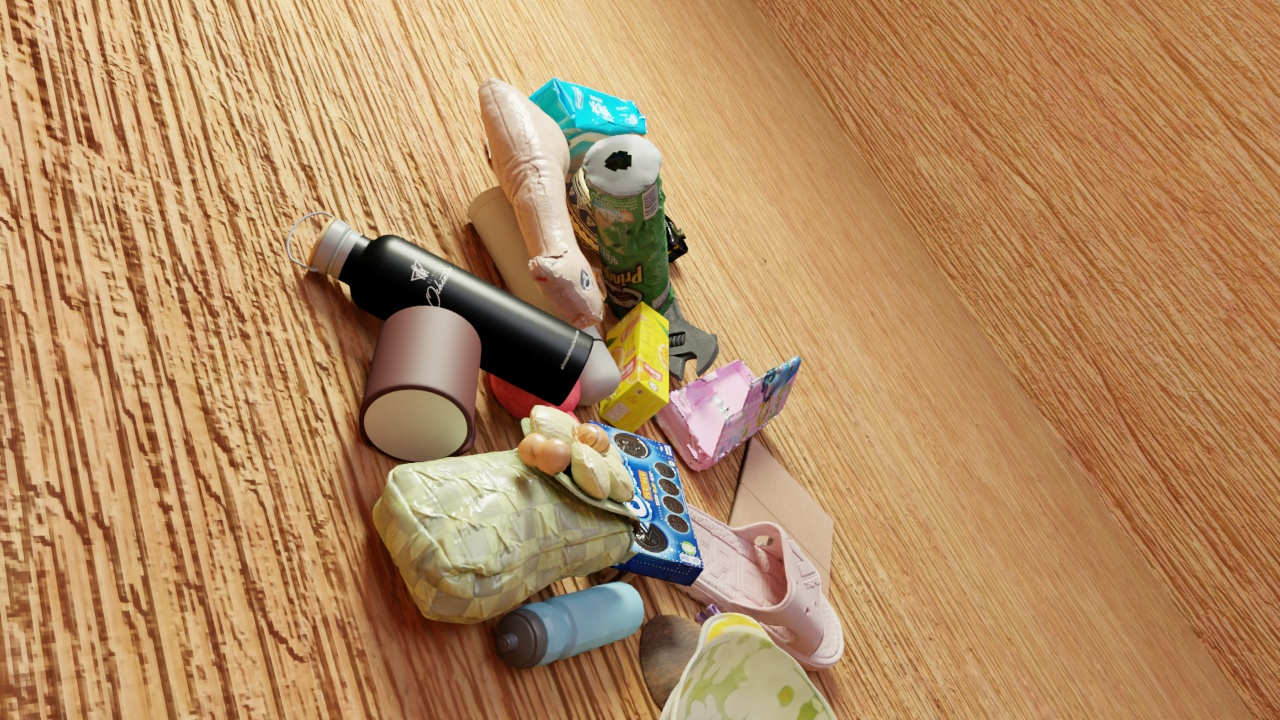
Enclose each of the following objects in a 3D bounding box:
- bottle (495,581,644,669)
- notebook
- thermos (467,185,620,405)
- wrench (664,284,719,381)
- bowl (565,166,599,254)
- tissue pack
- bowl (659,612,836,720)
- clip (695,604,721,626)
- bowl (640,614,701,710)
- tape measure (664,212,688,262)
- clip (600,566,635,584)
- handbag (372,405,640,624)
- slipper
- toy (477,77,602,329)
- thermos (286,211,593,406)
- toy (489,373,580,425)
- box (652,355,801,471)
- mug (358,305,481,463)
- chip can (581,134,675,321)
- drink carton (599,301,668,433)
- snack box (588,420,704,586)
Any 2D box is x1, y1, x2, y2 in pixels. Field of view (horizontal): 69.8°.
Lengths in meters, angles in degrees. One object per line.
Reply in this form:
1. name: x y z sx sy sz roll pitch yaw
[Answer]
1. bottle: -0.048 0.177 0.615 0.129 0.040 0.040 5 51 -56
2. notebook: 0.149 0.180 0.960 0.141 0.008 0.208 46 26 -9
3. thermos: -0.089 -0.060 0.846 0.052 0.052 0.224 0 56 -58
4. wrench: 0.030 -0.069 1.045 0.018 0.073 0.272 58 10 -40
5. bowl: -0.046 -0.158 1.031 0.112 0.061 0.112 37 29 -25
6. tissue pack: -0.077 -0.257 1.049 0.066 0.117 0.208 61 28 8
7. bowl: 0.069 0.286 0.617 0.188 0.060 0.219 13 53 -44
8. clip: 0.069 0.224 0.757 0.053 0.036 0.013 39 24 7
9. bowl: 0.049 0.240 0.703 0.114 0.026 0.101 42 27 -17
10. tape measure: 0.035 -0.158 1.174 0.067 0.038 0.062 61 13 23
11. clip: -0.018 0.151 0.716 0.043 0.025 0.060 51 29 2
12. handbag: -0.074 0.090 0.593 0.113 0.117 0.186 42 25 25
13. slipper: 0.107 0.189 0.808 0.239 0.065 0.094 35 38 -24
14. toy: -0.075 -0.140 0.842 0.196 0.065 0.264 18 44 -62
15. thermos: -0.150 -0.043 0.684 0.231 0.061 0.061 27 31 -11
16. toy: -0.084 0.021 0.757 0.091 0.045 0.135 8 51 -49
17. box: 0.109 0.037 0.982 0.085 0.097 0.229 54 26 8
18. mug: -0.143 0.028 0.638 0.082 0.073 0.106 -95 164 -49
19. chip can: -0.009 -0.119 0.895 0.223 0.075 0.075 81 -12 -60
20. drink carton: -0.005 0.005 0.886 0.043 0.059 0.134 36 30 -23
21. snack box: -0.004 0.111 0.737 0.082 0.027 0.150 19 27 -22
